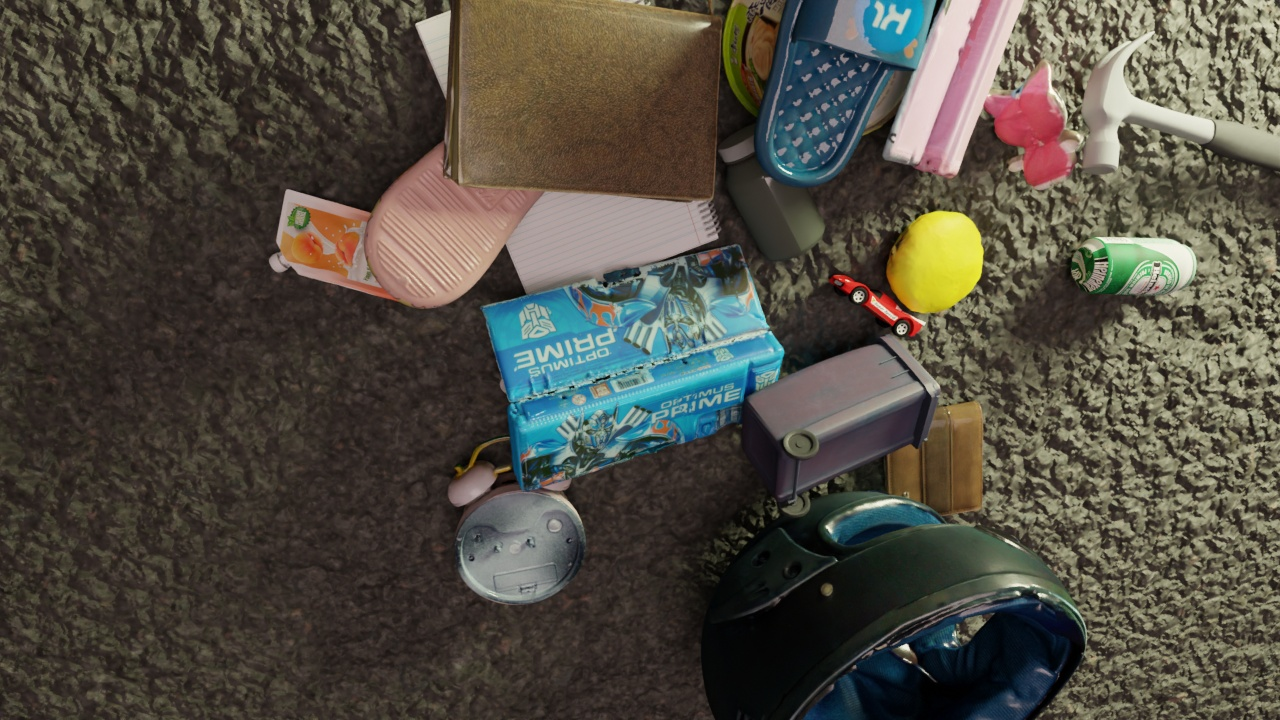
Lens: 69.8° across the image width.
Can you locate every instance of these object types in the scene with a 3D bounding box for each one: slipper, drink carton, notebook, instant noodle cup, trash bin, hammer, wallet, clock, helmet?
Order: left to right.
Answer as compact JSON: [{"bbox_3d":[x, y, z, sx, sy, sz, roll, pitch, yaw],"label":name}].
[{"bbox_3d":[-0.234,-0.090,0.745,0.122,0.039,0.069,15,106,-9],"label":"drink carton"},{"bbox_3d":[-0.139,-0.129,0.718,0.093,0.082,0.197,42,77,-20],"label":"slipper"},{"bbox_3d":[-0.114,0.142,0.835,0.116,0.058,0.158,-11,111,-7],"label":"clock"},{"bbox_3d":[-0.050,-0.183,0.752,0.178,0.013,0.246,-21,112,-1],"label":"notebook"},{"bbox_3d":[-0.035,-0.218,0.690,0.215,0.034,0.190,0,98,-25],"label":"notebook"},{"bbox_3d":[0.143,-0.240,0.706,0.146,0.097,0.146,-6,122,-10],"label":"instant noodle cup"},{"bbox_3d":[0.178,0.054,0.812,0.160,0.092,0.094,-21,140,-14],"label":"trash bin"},{"bbox_3d":[0.142,-0.216,0.627,0.103,0.059,0.214,14,118,-19],"label":"slipper"},{"bbox_3d":[0.199,0.233,0.823,0.249,0.235,0.317,38,107,-24],"label":"helmet"},{"bbox_3d":[0.290,0.102,0.911,0.098,0.027,0.121,-10,112,-3],"label":"wallet"},{"bbox_3d":[0.525,-0.203,0.825,0.310,0.029,0.125,8,86,-19],"label":"hammer"}]

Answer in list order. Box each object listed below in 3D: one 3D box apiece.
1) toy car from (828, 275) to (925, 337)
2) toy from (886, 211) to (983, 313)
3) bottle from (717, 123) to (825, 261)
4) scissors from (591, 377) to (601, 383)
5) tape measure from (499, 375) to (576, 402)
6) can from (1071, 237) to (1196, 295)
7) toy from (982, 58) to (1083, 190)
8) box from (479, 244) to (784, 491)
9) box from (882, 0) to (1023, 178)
[{"bbox_3d":[0.213,-0.051,0.832,0.089,0.038,0.025,33,98,-19],"label":"toy car"},{"bbox_3d":[0.267,-0.088,0.828,0.094,0.041,0.095,17,106,-21],"label":"toy"},{"bbox_3d":[0.108,-0.141,0.770,0.060,0.060,0.108,-31,112,2],"label":"bottle"},{"bbox_3d":[-0.052,0.025,0.830,0.125,0.015,0.127,33,104,-18],"label":"scissors"},{"bbox_3d":[-0.083,0.015,0.805,0.064,0.016,0.065,-45,108,7],"label":"tape measure"},{"bbox_3d":[0.457,-0.088,0.854,0.101,0.053,0.053,0,110,-10],"label":"can"},{"bbox_3d":[0.344,-0.202,0.798,0.066,0.050,0.102,-22,95,33],"label":"toy"},{"bbox_3d":[0.002,0.009,0.779,0.243,0.071,0.170,-16,111,-17],"label":"box"},{"bbox_3d":[0.259,-0.257,0.703,0.039,0.178,0.233,24,109,23],"label":"box"}]
